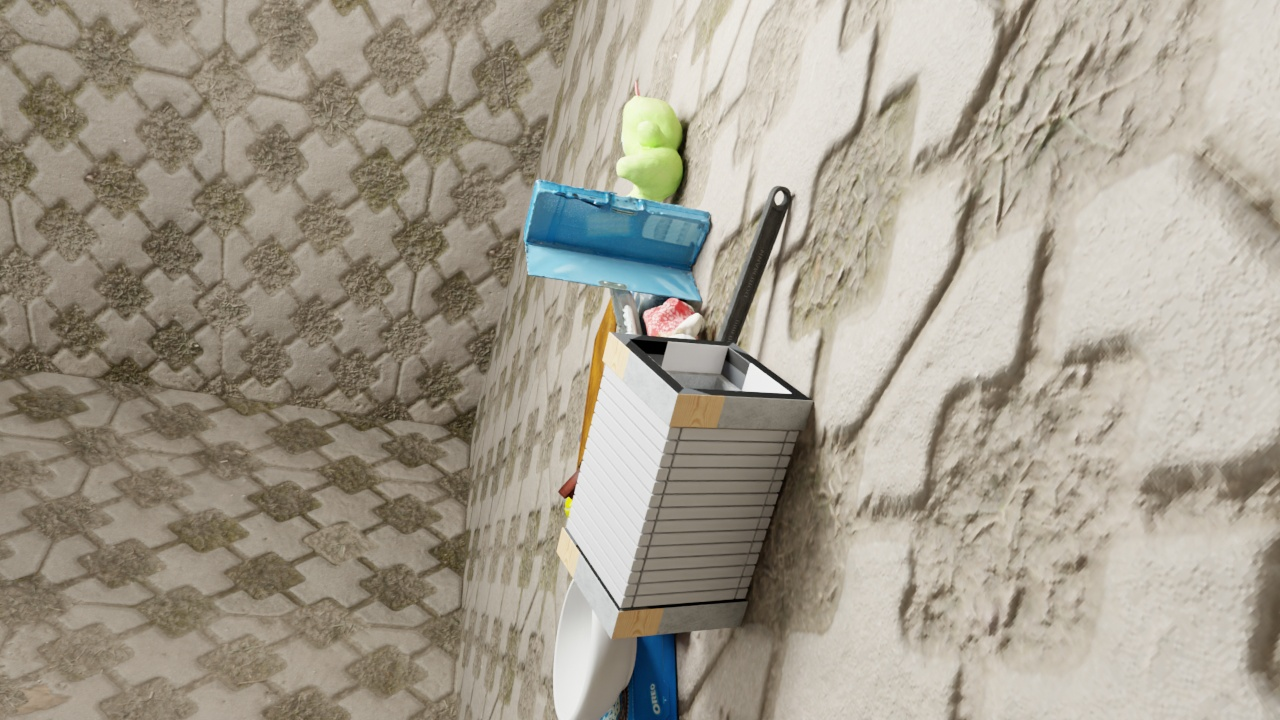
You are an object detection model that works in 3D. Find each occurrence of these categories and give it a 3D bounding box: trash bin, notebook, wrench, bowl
[{"bbox_3d":[0.034,0.118,0.886,0.142,0.142,0.247,43,124,55],"label":"trash bin"},{"bbox_3d":[-0.066,0.045,1.390,0.179,0.014,0.248,117,162,-61],"label":"notebook"},{"bbox_3d":[0.100,-0.050,0.955,0.018,0.073,0.273,30,103,56],"label":"wrench"},{"bbox_3d":[0.019,-0.071,1.286,0.110,0.055,0.110,-172,91,-75],"label":"bowl"},{"bbox_3d":[-0.047,0.331,1.053,0.177,0.066,0.176,-170,91,-75],"label":"bowl"}]

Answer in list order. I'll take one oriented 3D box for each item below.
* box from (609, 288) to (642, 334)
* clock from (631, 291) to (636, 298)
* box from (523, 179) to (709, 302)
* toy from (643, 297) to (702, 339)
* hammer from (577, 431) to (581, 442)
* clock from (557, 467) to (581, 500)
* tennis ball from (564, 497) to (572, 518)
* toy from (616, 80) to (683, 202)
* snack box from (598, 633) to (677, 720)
[{"bbox_3d":[-0.003,0.005,1.215,0.191,0.045,0.210,-106,3,-58],"label":"box"},{"bbox_3d":[0.000,-0.117,1.391,0.089,0.052,0.125,-137,57,-73],"label":"clock"},{"bbox_3d":[-0.027,-0.144,1.158,0.111,0.231,0.094,-98,23,-46],"label":"box"},{"bbox_3d":[0.046,-0.004,1.104,0.159,0.084,0.193,-54,23,30],"label":"toy"},{"bbox_3d":[-0.070,0.090,1.561,0.323,0.043,0.155,123,152,-62],"label":"hammer"},{"bbox_3d":[-0.043,0.160,1.261,0.120,0.072,0.158,-42,-5,-32],"label":"clock"},{"bbox_3d":[-0.089,0.238,1.482,0.065,0.065,0.065,-172,91,-75],"label":"tennis ball"},{"bbox_3d":[0.017,-0.317,1.375,0.150,0.107,0.196,80,-162,-58],"label":"toy"},{"bbox_3d":[-0.018,0.446,1.113,0.240,0.056,0.195,119,156,-50],"label":"snack box"}]
